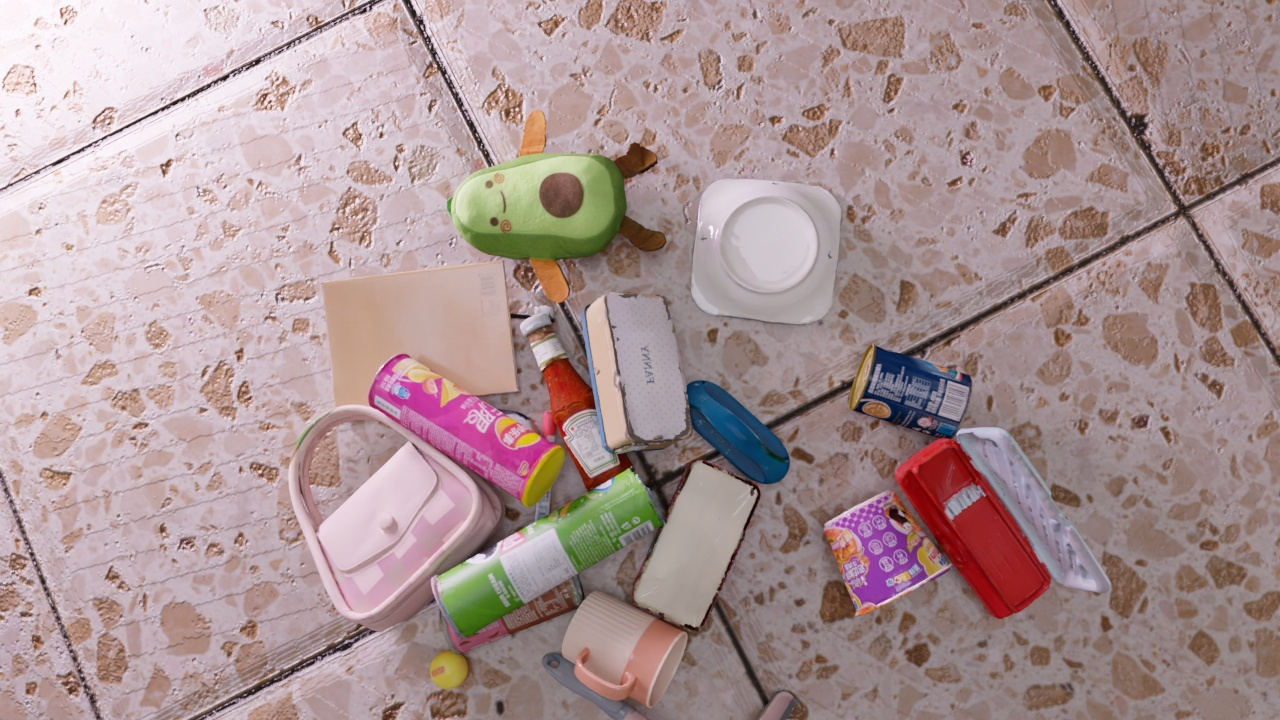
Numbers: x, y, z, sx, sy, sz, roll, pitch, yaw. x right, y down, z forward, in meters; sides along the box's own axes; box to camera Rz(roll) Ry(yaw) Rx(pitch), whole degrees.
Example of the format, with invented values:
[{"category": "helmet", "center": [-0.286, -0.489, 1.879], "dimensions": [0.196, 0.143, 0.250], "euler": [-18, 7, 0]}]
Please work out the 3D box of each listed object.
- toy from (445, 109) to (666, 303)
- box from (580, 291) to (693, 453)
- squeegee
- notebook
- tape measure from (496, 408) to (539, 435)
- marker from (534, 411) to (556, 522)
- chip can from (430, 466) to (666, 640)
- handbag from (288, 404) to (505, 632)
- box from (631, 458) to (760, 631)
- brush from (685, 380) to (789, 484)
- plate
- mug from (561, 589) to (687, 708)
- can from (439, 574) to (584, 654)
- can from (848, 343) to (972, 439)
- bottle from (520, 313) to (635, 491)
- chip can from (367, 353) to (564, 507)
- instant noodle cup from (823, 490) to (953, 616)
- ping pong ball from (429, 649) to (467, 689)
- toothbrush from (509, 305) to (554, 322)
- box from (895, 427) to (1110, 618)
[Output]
[{"category": "toy", "center": [-0.096, -0.173, 1.018], "dimensions": [0.246, 0.090, 0.226], "euler": [-7, 74, -2]}, {"category": "box", "center": [-0.006, 0.006, 0.981], "dimensions": [0.089, 0.061, 0.184], "euler": [1, 70, -30]}, {"category": "squeegee", "center": [-0.004, 0.377, 0.948], "dimensions": [0.250, 0.040, 0.247], "euler": [31, 62, 18]}, {"category": "notebook", "center": [-0.248, -0.027, 1.034], "dimensions": [0.211, 0.012, 0.149], "euler": [-6, 90, 3]}, {"category": "tape measure", "center": [-0.146, 0.088, 1.015], "dimensions": [0.066, 0.033, 0.065], "euler": [9, 85, 6]}, {"category": "marker", "center": [-0.106, 0.129, 1.017], "dimensions": [0.017, 0.017, 0.145], "euler": [4, 83, 3]}, {"category": "chip can", "center": [-0.091, 0.194, 0.932], "dimensions": [0.236, 0.072, 0.072], "euler": [-29, 82, -5]}, {"category": "handbag", "center": [-0.283, 0.151, 0.998], "dimensions": [0.193, 0.093, 0.234], "euler": [-44, 75, -4]}, {"category": "box", "center": [0.057, 0.192, 0.970], "dimensions": [0.091, 0.076, 0.168], "euler": [24, 84, 5]}, {"category": "brush", "center": [0.101, 0.076, 0.984], "dimensions": [0.144, 0.073, 0.055], "euler": [43, 89, 6]}, {"category": "plate", "center": [0.141, -0.126, 1.028], "dimensions": [0.163, 0.034, 0.164], "euler": [6, 84, 4]}, {"category": "mug", "center": [-0.023, 0.299, 0.935], "dimensions": [0.106, 0.114, 0.082], "euler": [23, 113, 20]}, {"category": "can", "center": [-0.136, 0.261, 0.980], "dimensions": [0.147, 0.058, 0.058], "euler": [-21, 82, 0]}, {"category": "can", "center": [0.288, 0.035, 0.979], "dimensions": [0.111, 0.075, 0.075], "euler": [18, 84, 4]}, {"category": "bottle", "center": [-0.074, 0.045, 1.004], "dimensions": [0.060, 0.060, 0.206], "euler": [-27, 82, -1]}, {"category": "chip can", "center": [-0.185, 0.071, 0.969], "dimensions": [0.210, 0.071, 0.071], "euler": [30, 85, 15]}, {"category": "instant noodle cup", "center": [0.249, 0.195, 0.949], "dimensions": [0.111, 0.111, 0.099], "euler": [-26, 75, -1]}, {"category": "ping pong ball", "center": [-0.206, 0.331, 0.984], "dimensions": [0.040, 0.040, 0.040], "euler": [0, 83, 3]}, {"category": "toothbrush", "center": [-0.187, -0.057, 1.045], "dimensions": [0.181, 0.016, 0.018], "euler": [3, 77, 3]}, {"category": "box", "center": [0.364, 0.167, 0.924], "dimensions": [0.119, 0.098, 0.201], "euler": [-36, 96, 2]}]
